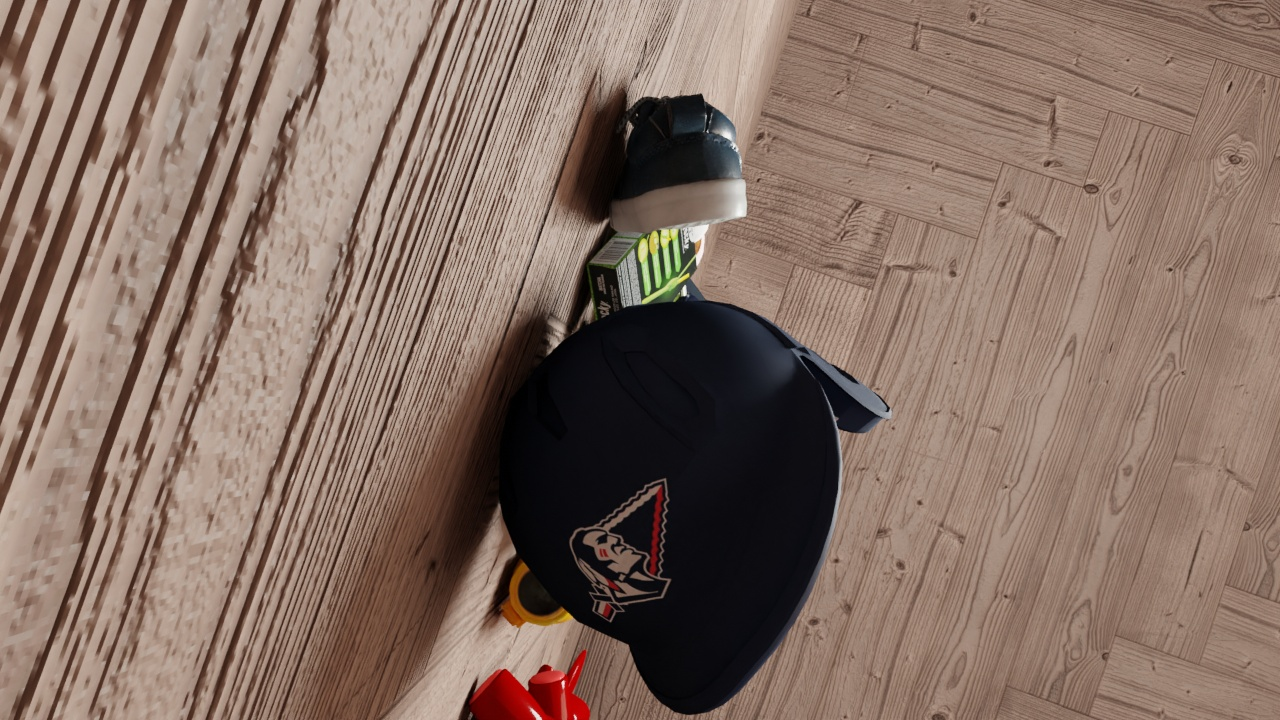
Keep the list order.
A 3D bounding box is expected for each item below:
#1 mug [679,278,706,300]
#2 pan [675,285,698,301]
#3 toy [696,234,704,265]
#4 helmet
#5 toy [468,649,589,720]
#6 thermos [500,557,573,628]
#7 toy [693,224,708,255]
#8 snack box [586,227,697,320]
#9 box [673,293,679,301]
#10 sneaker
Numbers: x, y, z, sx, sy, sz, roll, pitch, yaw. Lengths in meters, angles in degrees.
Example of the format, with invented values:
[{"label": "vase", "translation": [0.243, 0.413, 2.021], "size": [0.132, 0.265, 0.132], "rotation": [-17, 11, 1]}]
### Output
[{"label": "mug", "translation": [0.030, -0.051, 1.062], "size": [0.105, 0.077, 0.071], "rotation": [-30, -170, 46]}, {"label": "pan", "translation": [0.046, -0.042, 0.890], "size": [0.198, 0.021, 0.357], "rotation": [-51, 137, -68]}, {"label": "toy", "translation": [0.051, -0.139, 1.196], "size": [0.096, 0.052, 0.099], "rotation": [-119, -130, -79]}, {"label": "helmet", "translation": [0.023, 0.081, 0.578], "size": [0.233, 0.223, 0.272], "rotation": [-58, -148, 25]}, {"label": "toy", "translation": [-0.114, 0.379, 0.921], "size": [0.197, 0.120, 0.158], "rotation": [25, 82, -76]}, {"label": "thermos", "translation": [-0.082, 0.218, 0.903], "size": [0.233, 0.076, 0.091], "rotation": [71, 41, -84]}, {"label": "toy", "translation": [0.042, -0.149, 1.003], "size": [0.113, 0.067, 0.087], "rotation": [82, 26, -61]}, {"label": "snack box", "translation": [0.005, -0.076, 0.744], "size": [0.147, 0.025, 0.080], "rotation": [-54, 144, -47]}, {"label": "box", "translation": [0.012, -0.011, 0.874], "size": [0.140, 0.047, 0.188], "rotation": [-63, 148, -66]}, {"label": "sneaker", "translation": [0.020, -0.136, 0.626], "size": [0.235, 0.089, 0.087], "rotation": [-120, -159, -79]}]
